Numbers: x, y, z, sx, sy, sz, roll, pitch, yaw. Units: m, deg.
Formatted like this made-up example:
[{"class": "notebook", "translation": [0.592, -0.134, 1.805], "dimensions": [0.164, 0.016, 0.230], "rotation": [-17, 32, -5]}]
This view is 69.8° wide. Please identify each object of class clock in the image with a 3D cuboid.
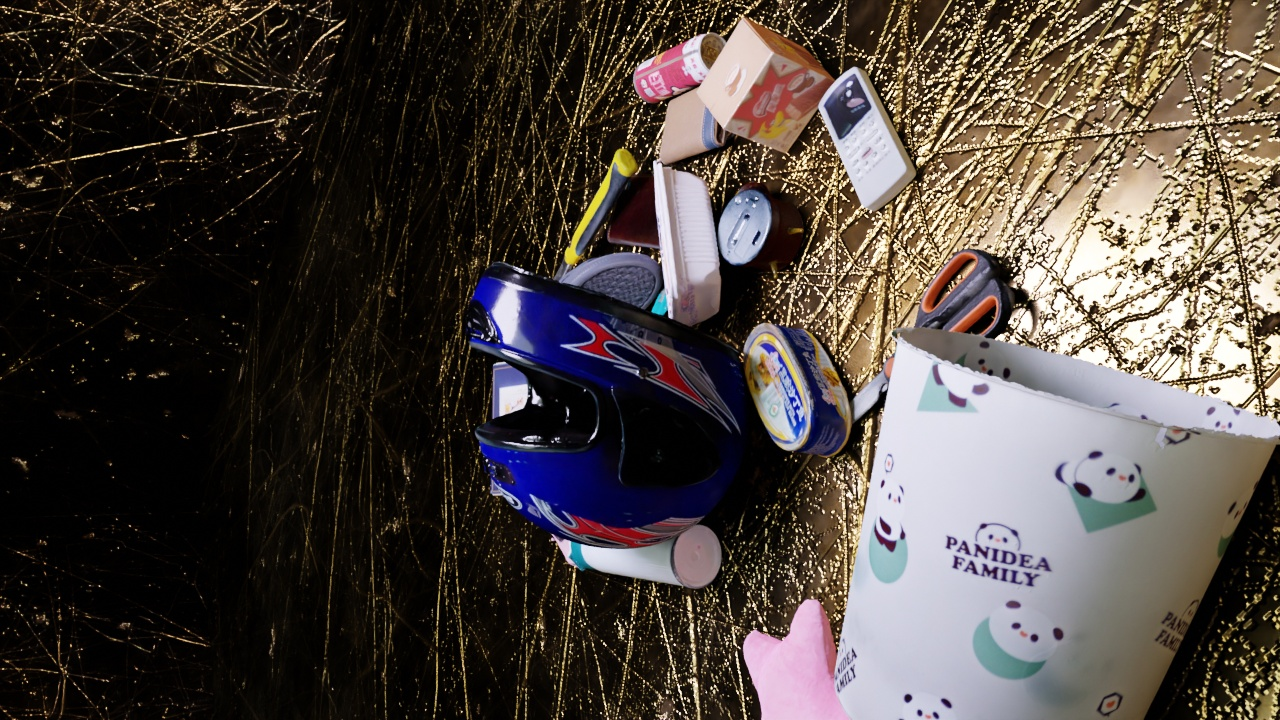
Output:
[{"class": "clock", "translation": [0.122, -0.143, 0.977], "dimensions": [0.082, 0.055, 0.122], "rotation": [-64, 37, 23]}]

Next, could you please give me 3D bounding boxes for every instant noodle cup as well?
[{"class": "instant noodle cup", "translation": [0.053, -0.124, 1.027], "dimensions": [0.138, 0.060, 0.173], "rotation": [83, -178, -67]}]

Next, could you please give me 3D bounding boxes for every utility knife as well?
[{"class": "utility knife", "translation": [-0.007, 0.007, 1.129], "dimensions": [0.029, 0.013, 0.223], "rotation": [25, 93, 59]}]

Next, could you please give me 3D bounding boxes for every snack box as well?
[{"class": "snack box", "translation": [0.131, -0.288, 0.967], "dimensions": [0.093, 0.094, 0.077], "rotation": [-54, 42, 31]}, {"class": "snack box", "translation": [-0.121, 0.086, 1.214], "dimensions": [0.178, 0.045, 0.182], "rotation": [-7, 78, 37]}]

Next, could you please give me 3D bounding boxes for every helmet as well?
[{"class": "helmet", "translation": [-0.047, 0.062, 0.928], "dimensions": [0.248, 0.315, 0.240], "rotation": [9, 79, 64]}]

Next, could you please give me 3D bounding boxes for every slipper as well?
[{"class": "slipper", "translation": [-0.074, -0.082, 1.193], "dimensions": [0.269, 0.110, 0.083], "rotation": [-40, 46, 47]}]

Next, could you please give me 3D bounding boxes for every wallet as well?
[{"class": "wallet", "translation": [0.006, -0.194, 1.188], "dimensions": [0.122, 0.020, 0.096], "rotation": [16, 94, 53]}, {"class": "wallet", "translation": [0.069, -0.289, 1.111], "dimensions": [0.115, 0.033, 0.090], "rotation": [-3, 76, 55]}]

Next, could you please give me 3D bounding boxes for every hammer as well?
[{"class": "hammer", "translation": [-0.086, -0.153, 1.266], "dimensions": [0.324, 0.031, 0.126], "rotation": [-54, 44, 42]}]

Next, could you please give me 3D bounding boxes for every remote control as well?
[{"class": "remote control", "translation": [0.217, -0.217, 0.892], "dimensions": [0.058, 0.021, 0.149], "rotation": [-44, 49, 39]}]

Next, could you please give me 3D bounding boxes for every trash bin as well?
[{"class": "trash bin", "translation": [0.247, 0.128, 0.597], "dimensions": [0.230, 0.229, 0.252], "rotation": [28, 110, 54]}]

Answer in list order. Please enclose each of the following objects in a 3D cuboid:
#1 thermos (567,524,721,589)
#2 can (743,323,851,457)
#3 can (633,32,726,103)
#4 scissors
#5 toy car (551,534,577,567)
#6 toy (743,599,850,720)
[{"class": "thermos", "translation": [-0.004, 0.214, 1.053], "dimensions": [0.225, 0.073, 0.073], "rotation": [-9, 74, 54]}, {"class": "can", "translation": [0.149, 0.027, 0.889], "dimensions": [0.075, 0.049, 0.148], "rotation": [-56, 37, 36]}, {"class": "can", "translation": [0.050, -0.361, 1.136], "dimensions": [0.133, 0.053, 0.053], "rotation": [-2, 80, 54]}, {"class": "scissors", "translation": [0.237, -0.011, 0.820], "dimensions": [0.236, 0.021, 0.142], "rotation": [-33, 47, 55]}, {"class": "toy car", "translation": [-0.096, 0.218, 1.206], "dimensions": [0.122, 0.037, 0.056], "rotation": [52, 125, 46]}, {"class": "toy", "translation": [0.144, 0.314, 0.813], "dimensions": [0.194, 0.074, 0.179], "rotation": [60, 139, 47]}]
